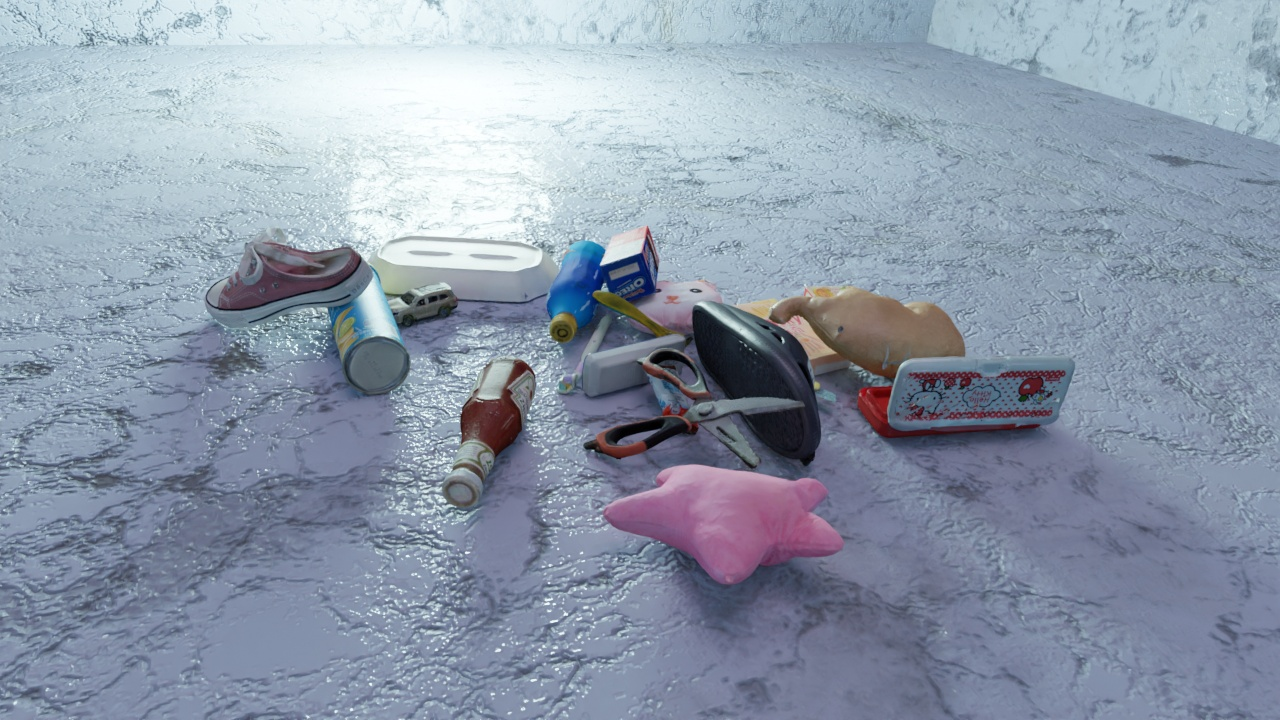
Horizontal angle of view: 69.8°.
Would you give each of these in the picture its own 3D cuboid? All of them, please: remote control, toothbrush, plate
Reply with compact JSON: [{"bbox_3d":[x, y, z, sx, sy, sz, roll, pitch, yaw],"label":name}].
[{"bbox_3d":[-0.006,0.006,1.008,0.124,0.049,0.024,-15,37,-31],"label":"remote control"},{"bbox_3d":[0.166,0.059,0.977,0.014,0.017,0.188,11,25,-4],"label":"toothbrush"},{"bbox_3d":[-0.060,-0.013,1.067,0.020,0.029,0.189,47,27,-11],"label":"toothbrush"},{"bbox_3d":[-0.241,-0.131,1.238,0.266,0.034,0.161,4,29,-1],"label":"plate"}]

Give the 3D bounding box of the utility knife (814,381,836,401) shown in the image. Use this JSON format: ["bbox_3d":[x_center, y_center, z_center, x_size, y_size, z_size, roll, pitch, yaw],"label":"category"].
[{"bbox_3d":[0.151,0.013,1.042,0.030,0.019,0.179,-24,30,-38],"label":"utility knife"}]

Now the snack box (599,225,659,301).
[{"bbox_3d":[-0.012,-0.126,1.190,0.058,0.057,0.207,-16,16,8],"label":"snack box"}]

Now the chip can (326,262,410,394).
[{"bbox_3d":[-0.312,-0.043,1.029,0.071,0.071,0.210,-8,32,-21],"label":"chip can"}]

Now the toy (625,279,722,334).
[{"bbox_3d":[0.045,-0.073,1.159,0.121,0.054,0.159,0,21,9],"label":"toy"}]

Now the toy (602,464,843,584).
[{"bbox_3d":[0.066,0.132,0.756,0.195,0.075,0.178,4,17,7],"label":"toy"}]

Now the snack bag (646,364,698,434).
[{"bbox_3d":[0.031,0.035,0.959,0.045,0.026,0.105,10,37,-24],"label":"snack bag"}]

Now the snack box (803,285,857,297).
[{"bbox_3d":[0.272,-0.054,1.181,0.075,0.025,0.152,-2,29,-13],"label":"snack box"}]

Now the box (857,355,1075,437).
[{"bbox_3d":[0.342,0.024,0.975,0.201,0.100,0.094,-2,29,-13],"label":"box"}]

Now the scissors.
[{"bbox_3d":[0.049,0.045,0.887,0.225,0.015,0.188,-12,38,17],"label":"scissors"}]

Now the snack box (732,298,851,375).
[{"bbox_3d":[0.176,-0.029,1.122,0.084,0.026,0.157,-12,33,-29],"label":"snack box"}]

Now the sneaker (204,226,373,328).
[{"bbox_3d":[-0.412,-0.100,1.030,0.242,0.088,0.118,-6,45,29],"label":"sneaker"}]

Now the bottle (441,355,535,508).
[{"bbox_3d":[-0.145,0.065,0.870,0.060,0.060,0.205,6,29,2],"label":"bottle"}]

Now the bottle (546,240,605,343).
[{"bbox_3d":[-0.081,-0.085,1.144,0.065,0.065,0.218,6,28,3],"label":"bottle"}]

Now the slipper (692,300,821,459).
[{"bbox_3d":[0.134,0.002,0.964,0.083,0.111,0.268,-15,28,-15],"label":"slipper"}]

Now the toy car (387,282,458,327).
[{"bbox_3d":[-0.270,-0.069,1.122,0.090,0.035,0.042,-21,37,-35],"label":"toy car"}]

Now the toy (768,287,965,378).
[{"bbox_3d":[0.263,-0.034,1.051,0.226,0.083,0.143,10,26,-13],"label":"toy"}]

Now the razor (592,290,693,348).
[{"bbox_3d":[-0.003,-0.047,1.077,0.132,0.028,0.043,35,70,15],"label":"razor"}]
